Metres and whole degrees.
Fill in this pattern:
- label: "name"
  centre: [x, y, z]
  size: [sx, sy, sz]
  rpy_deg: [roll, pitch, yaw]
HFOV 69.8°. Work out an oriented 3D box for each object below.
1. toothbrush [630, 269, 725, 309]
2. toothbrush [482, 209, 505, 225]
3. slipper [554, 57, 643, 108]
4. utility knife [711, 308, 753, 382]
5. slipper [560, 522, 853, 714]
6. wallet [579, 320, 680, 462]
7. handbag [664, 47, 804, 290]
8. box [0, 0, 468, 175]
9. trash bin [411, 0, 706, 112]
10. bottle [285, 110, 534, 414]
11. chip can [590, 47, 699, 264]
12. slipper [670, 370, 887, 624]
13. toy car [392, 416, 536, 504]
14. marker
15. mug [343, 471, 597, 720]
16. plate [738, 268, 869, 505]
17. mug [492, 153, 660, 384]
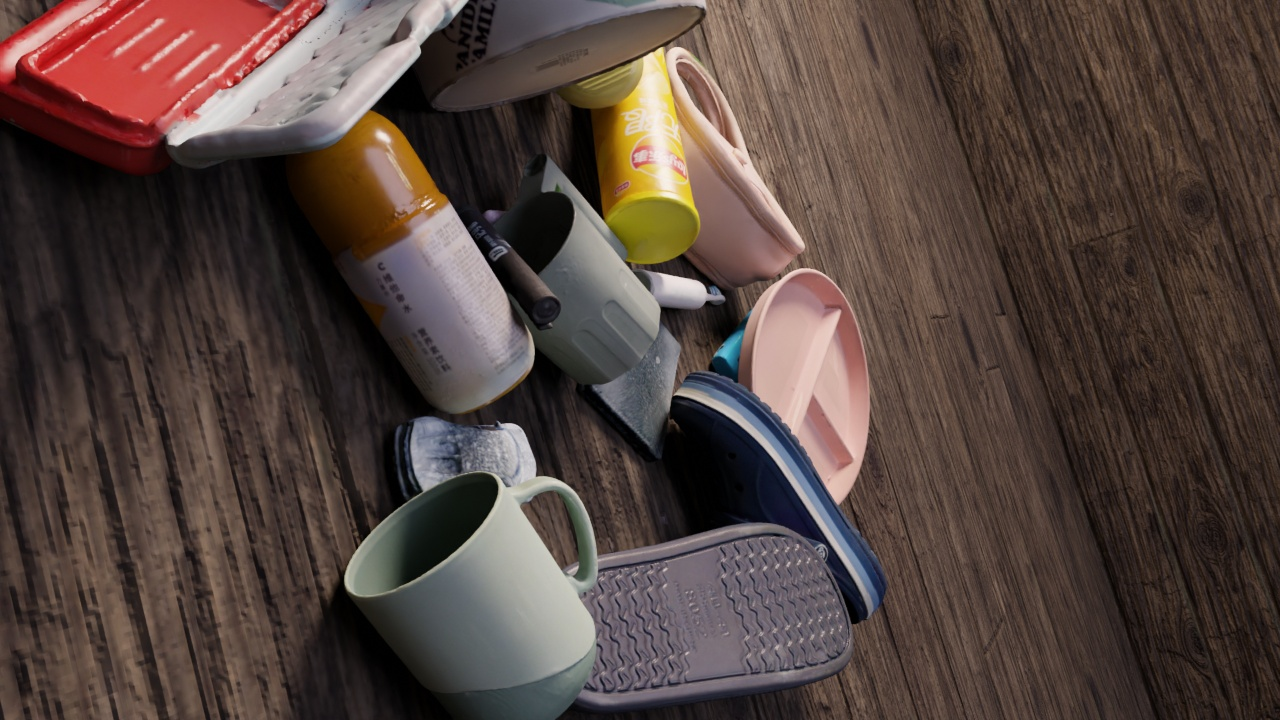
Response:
- label: "toothbrush"
  centre: [0.036, -0.056, 0.769]
  size: [0.026, 0.027, 0.220]
  rpy_deg: [64, 20, 8]
- label: "toothbrush"
  centre: [-0.053, -0.102, 0.674]
  size: [0.188, 0.029, 0.021]
  rpy_deg: [-13, 122, -59]
- label: "slipper"
  centre: [-0.063, -0.270, 0.710]
  size: [0.082, 0.091, 0.190]
  rpy_deg: [114, -48, -76]
- label: "utility knife"
  centre: [0.107, -0.027, 0.897]
  size: [0.034, 0.018, 0.190]
  rpy_deg: [63, 29, -12]
- label: "slipper"
  centre: [0.030, 0.172, 0.605]
  size: [0.267, 0.084, 0.110]
  rpy_deg: [5, 64, -38]
- label: "wallet"
  centre: [-0.004, 0.004, 0.695]
  size: [0.097, 0.019, 0.120]
  rpy_deg: [48, 38, -36]
- label: "handbag"
  centre: [0.064, -0.200, 0.875]
  size: [0.193, 0.094, 0.233]
  rpy_deg: [39, 35, -44]
- label: "box"
  centre: [-0.164, -0.150, 0.412]
  size: [0.200, 0.161, 0.060]
  rpy_deg: [-73, 173, -45]
- label: "trash bin"
  centre: [-0.082, -0.303, 0.553]
  size: [0.229, 0.230, 0.252]
  rpy_deg: [-35, 108, -59]
- label: "bottle"
  centre: [-0.126, -0.062, 0.479]
  size: [0.189, 0.068, 0.067]
  rpy_deg: [60, 31, -18]
- label: "chip can"
  centre: [-0.003, -0.178, 0.721]
  size: [0.072, 0.072, 0.213]
  rpy_deg: [36, 37, -45]
- label: "slipper"
  centre: [0.095, 0.119, 0.722]
  size: [0.095, 0.105, 0.253]
  rpy_deg: [-44, 107, -19]
- label: "toy car"
  centre: [-0.092, 0.057, 0.506]
  size: [0.105, 0.031, 0.049]
  rpy_deg: [11, 64, -57]
- label: "marker"
  centre: [-0.079, -0.056, 0.528]
  size: [0.132, 0.020, 0.022]
  rpy_deg: [46, -32, 47]
- label: "mug"
  centre: [-0.066, 0.112, 0.446]
  size: [0.111, 0.082, 0.106]
  rpy_deg: [-40, 114, -23]
- label: "plate"
  centre: [0.155, 0.029, 0.860]
  size: [0.229, 0.028, 0.229]
  rpy_deg: [5, 83, -51]
- label: "mug"
  centre: [-0.045, -0.059, 0.599]
  size: [0.103, 0.084, 0.123]
  rpy_deg: [45, 38, -40]
